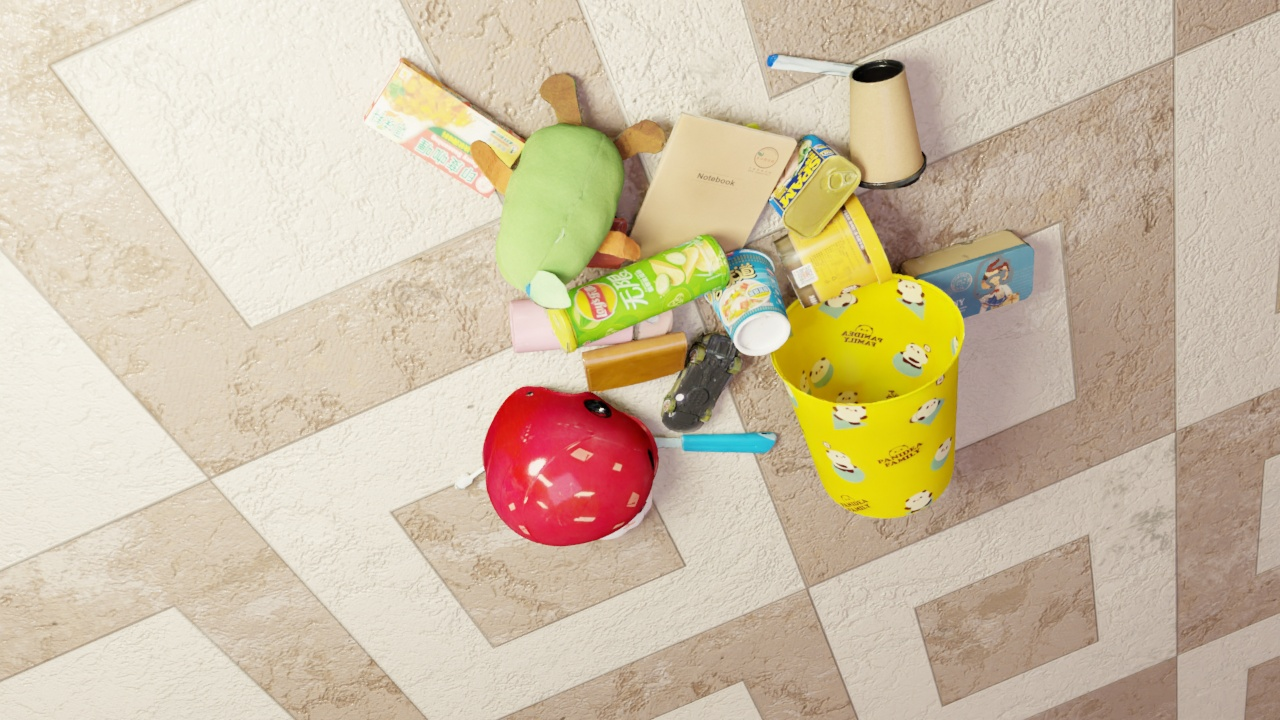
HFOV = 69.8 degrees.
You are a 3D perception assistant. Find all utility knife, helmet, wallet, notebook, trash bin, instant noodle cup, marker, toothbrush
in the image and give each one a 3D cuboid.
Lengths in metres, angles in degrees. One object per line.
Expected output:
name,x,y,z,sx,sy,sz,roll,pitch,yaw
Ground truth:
utility knife,0.090,0.117,1.311,0.218,0.018,0.034,2,124,-17
helmet,-0.088,0.155,1.186,0.240,0.143,0.207,10,113,-9
wallet,-0.007,0.007,1.169,0.130,0.035,0.119,-12,161,-5
notebook,0.077,-0.188,1.087,0.147,0.008,0.208,8,133,-20
trash bin,0.305,0.056,1.191,0.229,0.229,0.255,-22,131,0
instant noodle cup,0.135,-0.067,1.137,0.099,0.109,0.099,-8,136,-8
marker,0.214,-0.334,1.048,0.145,0.017,0.017,2,122,-15
instant noodle cup,0.234,-0.130,1.132,0.114,0.118,0.118,-25,125,11
toothbrush,-0.181,0.121,1.250,0.180,0.016,0.016,-35,127,7

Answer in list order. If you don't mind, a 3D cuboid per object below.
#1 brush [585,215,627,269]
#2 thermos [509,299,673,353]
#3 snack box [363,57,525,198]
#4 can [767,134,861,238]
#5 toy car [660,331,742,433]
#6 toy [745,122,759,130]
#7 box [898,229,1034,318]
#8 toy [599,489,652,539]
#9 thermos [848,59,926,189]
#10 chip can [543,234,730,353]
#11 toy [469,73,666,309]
brush,-0.089,-0.137,1.068,0.145,0.069,0.063,1,121,-15
thermos,-0.062,-0.060,1.134,0.198,0.067,0.087,-7,94,-10
snack box,-0.209,-0.248,0.990,0.155,0.027,0.077,29,111,-28
can,0.199,-0.208,1.086,0.057,0.083,0.102,26,112,-28
toy car,0.079,0.031,1.238,0.070,0.042,0.158,17,117,-23
toy,0.098,-0.240,1.071,0.100,0.031,0.097,13,126,-23
box,0.428,-0.106,1.226,0.184,0.061,0.090,-20,124,-3
toy,-0.057,0.190,1.305,0.121,0.054,0.159,-38,115,11
thermos,0.280,-0.268,1.060,0.093,0.093,0.143,-19,127,-2
chip can,-0.001,-0.081,1.080,0.221,0.072,0.073,-24,126,-14
toy,-0.083,-0.178,0.996,0.227,0.090,0.246,28,80,-22
